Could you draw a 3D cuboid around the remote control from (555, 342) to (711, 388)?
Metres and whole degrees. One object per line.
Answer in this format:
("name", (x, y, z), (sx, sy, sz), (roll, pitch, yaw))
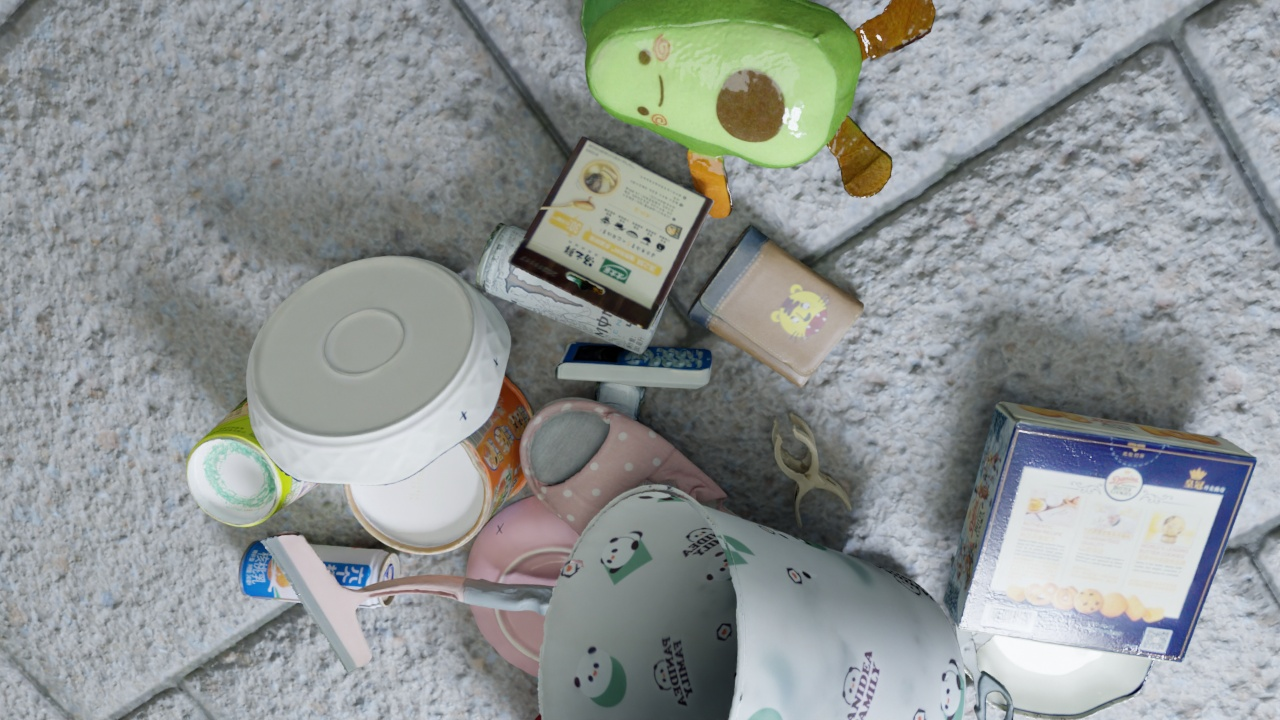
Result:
("remote control", (-0.004, 0.004, 0.751), (0.125, 0.049, 0.024), (4, 111, 6))

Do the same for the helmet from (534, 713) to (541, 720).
("helmet", (0.004, 0.361, 0.813), (0.240, 0.143, 0.208), (35, 131, -4))

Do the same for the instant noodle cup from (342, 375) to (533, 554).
("instant noodle cup", (-0.169, 0.082, 0.764), (0.151, 0.111, 0.151), (2, 108, 6))

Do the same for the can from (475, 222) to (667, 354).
("can", (-0.054, -0.057, 0.732), (0.147, 0.058, 0.058), (22, 109, -1))

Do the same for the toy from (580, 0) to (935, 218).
("toy", (0.072, -0.201, 0.651), (0.247, 0.089, 0.227), (9, 124, 7))

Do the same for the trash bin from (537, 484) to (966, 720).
("trash bin", (0.089, 0.229, 0.685), (0.251, 0.229, 0.230), (18, 113, -33))

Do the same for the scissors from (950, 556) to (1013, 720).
("scissors", (0.271, 0.246, 0.779), (0.159, 0.014, 0.178), (-14, 104, 6))

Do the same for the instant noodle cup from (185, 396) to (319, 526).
("instant noodle cup", (-0.312, 0.077, 0.772), (0.112, 0.123, 0.112), (2, 108, 6))

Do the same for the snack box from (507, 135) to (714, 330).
("snack box", (-0.022, -0.089, 0.687), (0.113, 0.053, 0.125), (26, 71, 1))

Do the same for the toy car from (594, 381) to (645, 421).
("toy car", (-0.022, 0.055, 0.779), (0.043, 0.034, 0.091), (11, 108, 7))

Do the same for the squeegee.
("squeegee", (-0.158, 0.203, 0.788), (0.249, 0.040, 0.248), (1, 138, 2))

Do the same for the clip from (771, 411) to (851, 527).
("clip", (0.139, 0.092, 0.772), (0.070, 0.034, 0.100), (-21, 109, 12))

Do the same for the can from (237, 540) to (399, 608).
("can", (-0.295, 0.197, 0.846), (0.134, 0.053, 0.053), (3, 108, 6))

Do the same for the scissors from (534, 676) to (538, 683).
("scissors", (-0.083, 0.359, 0.895), (0.118, 0.017, 0.133), (-24, 99, 13))

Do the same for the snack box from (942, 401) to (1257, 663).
("snack box", (0.350, 0.135, 0.713), (0.178, 0.045, 0.183), (9, 107, 1))

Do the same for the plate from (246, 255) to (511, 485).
("plate", (-0.205, -0.002, 0.702), (0.205, 0.204, 0.046), (0, 144, 7))

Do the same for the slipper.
("slipper", (0.014, 0.131, 0.762), (0.274, 0.054, 0.114), (41, 101, -20))

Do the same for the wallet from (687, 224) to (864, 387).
("wallet", (0.107, -0.041, 0.734), (0.115, 0.033, 0.090), (33, 108, -8))

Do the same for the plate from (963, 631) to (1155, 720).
("plate", (0.363, 0.184, 0.773), (0.162, 0.034, 0.266), (9, 108, 4))

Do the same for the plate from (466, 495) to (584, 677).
("plate", (-0.069, 0.215, 0.831), (0.192, 0.039, 0.192), (2, 106, 7))
